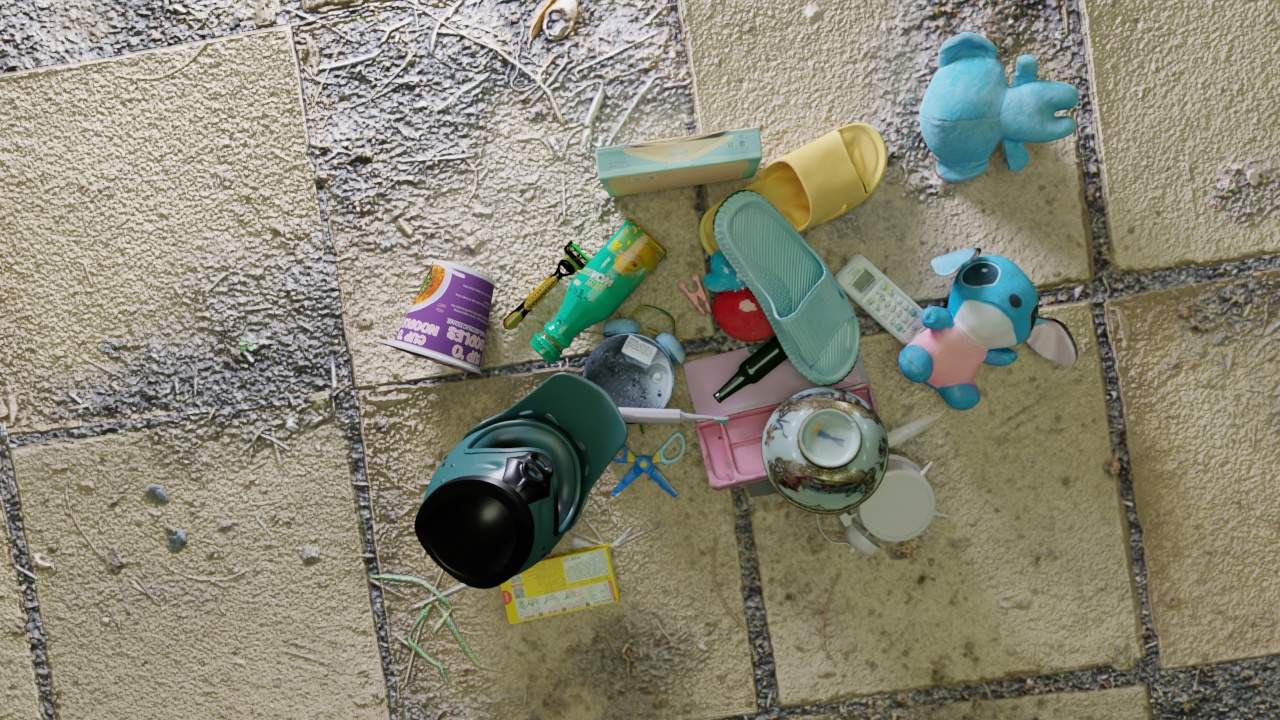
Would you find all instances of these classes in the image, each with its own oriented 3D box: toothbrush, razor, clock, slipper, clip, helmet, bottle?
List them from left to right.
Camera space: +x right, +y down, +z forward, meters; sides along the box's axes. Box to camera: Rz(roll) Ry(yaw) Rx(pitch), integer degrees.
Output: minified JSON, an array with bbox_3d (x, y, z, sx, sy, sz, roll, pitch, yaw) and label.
[{"bbox_3d":[-0.144,0.144,1.116,0.176,0.199,0.276,43,133,-2],"label":"helmet"},{"bbox_3d":[-0.128,-0.093,1.208,0.144,0.021,0.044,-44,108,4],"label":"razor"},{"bbox_3d":[-0.059,-0.085,1.180,0.068,0.068,0.210,43,95,1],"label":"bottle"},{"bbox_3d":[-0.007,0.007,1.186,0.118,0.060,0.162,26,94,2],"label":"clock"},{"bbox_3d":[0.017,0.070,1.150,0.188,0.018,0.019,2,101,3],"label":"toothbrush"},{"bbox_3d":[0.077,-0.089,1.197,0.059,0.023,0.045,36,96,7],"label":"clip"},{"bbox_3d":[0.144,0.011,1.172,0.123,0.033,0.033,-38,90,-2],"label":"bottle"},{"bbox_3d":[0.195,-0.208,1.154,0.263,0.078,0.099,-29,92,6],"label":"slipper"},{"bbox_3d":[0.190,-0.089,1.116,0.115,0.070,0.276,-43,106,-16],"label":"slipper"},{"bbox_3d":[0.301,0.182,1.173,0.159,0.061,0.120,-18,102,3],"label":"clock"}]

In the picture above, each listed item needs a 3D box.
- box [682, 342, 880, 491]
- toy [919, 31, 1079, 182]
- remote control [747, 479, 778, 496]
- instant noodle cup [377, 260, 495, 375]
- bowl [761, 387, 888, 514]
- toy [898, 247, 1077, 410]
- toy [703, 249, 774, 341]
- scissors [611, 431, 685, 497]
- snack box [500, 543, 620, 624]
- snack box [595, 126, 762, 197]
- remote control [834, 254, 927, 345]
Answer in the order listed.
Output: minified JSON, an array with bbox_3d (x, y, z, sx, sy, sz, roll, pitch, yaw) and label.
[{"bbox_3d":[0.185,0.060,1.190,0.233,0.040,0.179,-13,76,5],"label":"box"},{"bbox_3d":[0.435,-0.309,1.122,0.181,0.114,0.183,4,116,21],"label":"toy"},{"bbox_3d":[0.205,0.141,1.202,0.133,0.013,0.058,-8,92,4],"label":"remote control"},{"bbox_3d":[-0.251,-0.060,1.174,0.136,0.122,0.121,20,84,-24],"label":"instant noodle cup"},{"bbox_3d":[0.224,0.101,1.105,0.160,0.094,0.159,-2,75,7],"label":"bowl"},{"bbox_3d":[0.423,-0.031,1.143,0.224,0.099,0.191,33,98,-17],"label":"toy"},{"bbox_3d":[0.132,-0.084,1.167,0.092,0.062,0.133,-24,102,1],"label":"toy"},{"bbox_3d":[0.005,0.134,1.216,0.126,0.013,0.125,-44,88,7],"label":"scissors"},{"bbox_3d":[-0.109,0.298,1.224,0.152,0.025,0.075,-13,92,4],"label":"snack box"},{"bbox_3d":[0.048,-0.241,1.129,0.193,0.141,0.044,-8,92,4],"label":"snack box"},{"bbox_3d":[0.311,-0.078,1.180,0.133,0.022,0.050,42,95,1],"label":"remote control"}]
